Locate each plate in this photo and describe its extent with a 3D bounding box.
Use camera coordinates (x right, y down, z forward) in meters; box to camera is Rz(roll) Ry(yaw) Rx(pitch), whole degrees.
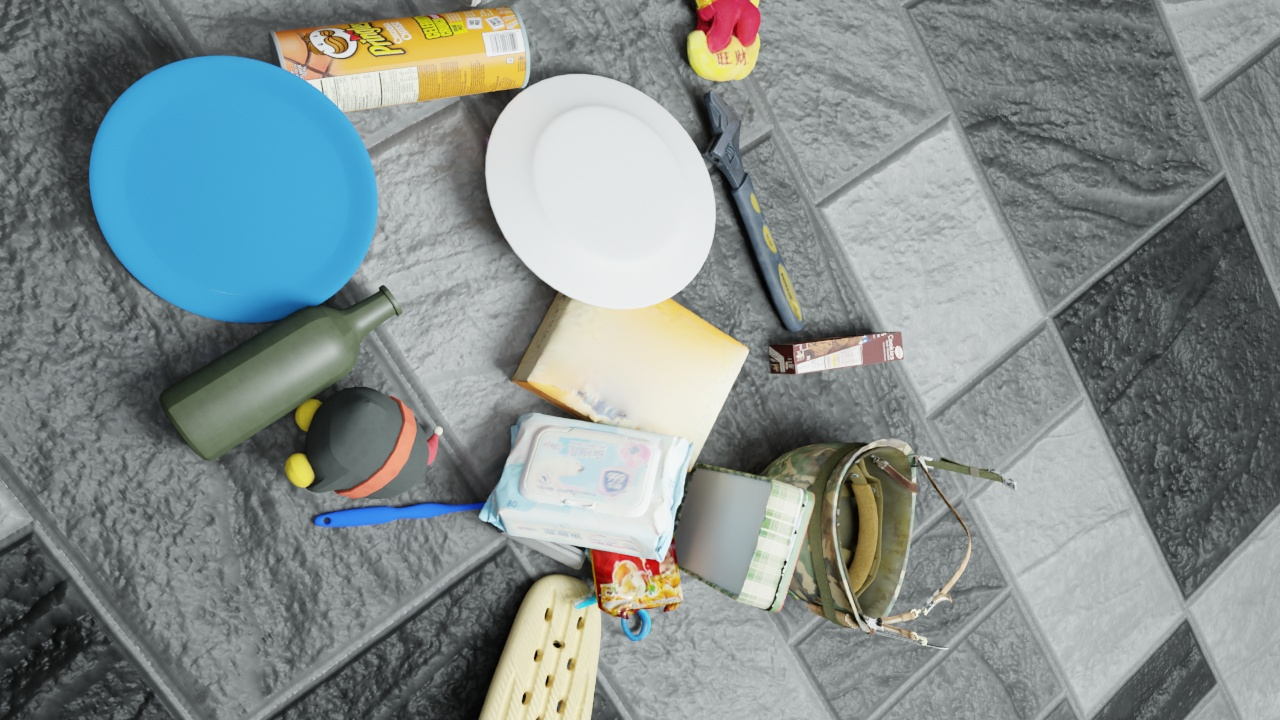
[{"bbox_3d":[-0.030,-0.168,0.882,0.242,0.016,0.242,7,73,-25],"label":"plate"},{"bbox_3d":[-0.340,-0.142,0.781,0.224,0.024,0.225,-5,112,-13],"label":"plate"}]

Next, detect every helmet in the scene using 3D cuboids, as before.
[{"bbox_3d":[0.234,0.177,0.934,0.224,0.237,0.192,44,60,-32],"label":"helmet"}]

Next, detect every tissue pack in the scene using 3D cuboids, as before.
[{"bbox_3d":[-0.049,0.113,0.847,0.182,0.070,0.111,8,58,10],"label":"tissue pack"}]

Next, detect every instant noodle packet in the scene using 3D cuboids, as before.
[{"bbox_3d":[-0.005,0.184,0.902,0.098,0.040,0.135,7,68,-40],"label":"instant noodle packet"}]

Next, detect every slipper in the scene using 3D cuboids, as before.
[{"bbox_3d":[-0.107,0.337,0.882,0.111,0.079,0.260,23,63,-21],"label":"slipper"}]

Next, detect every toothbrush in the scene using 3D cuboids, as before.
[{"bbox_3d":[-0.212,0.143,0.868,0.182,0.018,0.016,-3,92,-19],"label":"toothbrush"}]

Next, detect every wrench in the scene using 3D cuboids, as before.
[{"bbox_3d":[0.120,-0.156,0.987,0.073,0.022,0.273,-38,109,-47],"label":"wrench"}]

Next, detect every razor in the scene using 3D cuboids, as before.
[{"bbox_3d":[-0.077,0.135,0.910,0.088,0.047,0.116,30,72,-20],"label":"razor"}]

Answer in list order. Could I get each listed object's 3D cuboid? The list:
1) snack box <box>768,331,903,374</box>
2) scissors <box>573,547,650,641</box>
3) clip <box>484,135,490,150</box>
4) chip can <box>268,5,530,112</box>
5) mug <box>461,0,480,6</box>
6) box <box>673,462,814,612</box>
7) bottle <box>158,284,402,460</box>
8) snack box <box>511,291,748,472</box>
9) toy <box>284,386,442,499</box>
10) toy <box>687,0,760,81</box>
[{"bbox_3d":[0.218,-0.009,1.019,0.140,0.051,0.032,-7,93,-22],"label":"snack box"},{"bbox_3d":[-0.017,0.233,0.925,0.133,0.012,0.134,-18,105,-48],"label":"scissors"},{"bbox_3d":[-0.141,-0.189,0.893,0.050,0.014,0.046,38,80,-21],"label":"clip"},{"bbox_3d":[-0.214,-0.270,0.827,0.214,0.075,0.075,-15,96,-21],"label":"chip can"},{"bbox_3d":[-0.180,-0.374,0.842,0.084,0.071,0.113,-27,100,-20],"label":"mug"},{"bbox_3d":[0.090,0.165,0.888,0.050,0.206,0.117,18,81,-15],"label":"box"},{"bbox_3d":[-0.303,0.001,0.797,0.206,0.071,0.071,-35,103,-18],"label":"bottle"},{"bbox_3d":[-0.005,0.005,0.912,0.195,0.081,0.145,31,79,-20],"label":"snack box"},{"bbox_3d":[-0.237,0.079,0.816,0.100,0.097,0.119,-27,135,22],"label":"toy"},{"bbox_3d":[0.083,-0.360,0.957,0.105,0.067,0.137,-33,110,-23],"label":"toy"}]
